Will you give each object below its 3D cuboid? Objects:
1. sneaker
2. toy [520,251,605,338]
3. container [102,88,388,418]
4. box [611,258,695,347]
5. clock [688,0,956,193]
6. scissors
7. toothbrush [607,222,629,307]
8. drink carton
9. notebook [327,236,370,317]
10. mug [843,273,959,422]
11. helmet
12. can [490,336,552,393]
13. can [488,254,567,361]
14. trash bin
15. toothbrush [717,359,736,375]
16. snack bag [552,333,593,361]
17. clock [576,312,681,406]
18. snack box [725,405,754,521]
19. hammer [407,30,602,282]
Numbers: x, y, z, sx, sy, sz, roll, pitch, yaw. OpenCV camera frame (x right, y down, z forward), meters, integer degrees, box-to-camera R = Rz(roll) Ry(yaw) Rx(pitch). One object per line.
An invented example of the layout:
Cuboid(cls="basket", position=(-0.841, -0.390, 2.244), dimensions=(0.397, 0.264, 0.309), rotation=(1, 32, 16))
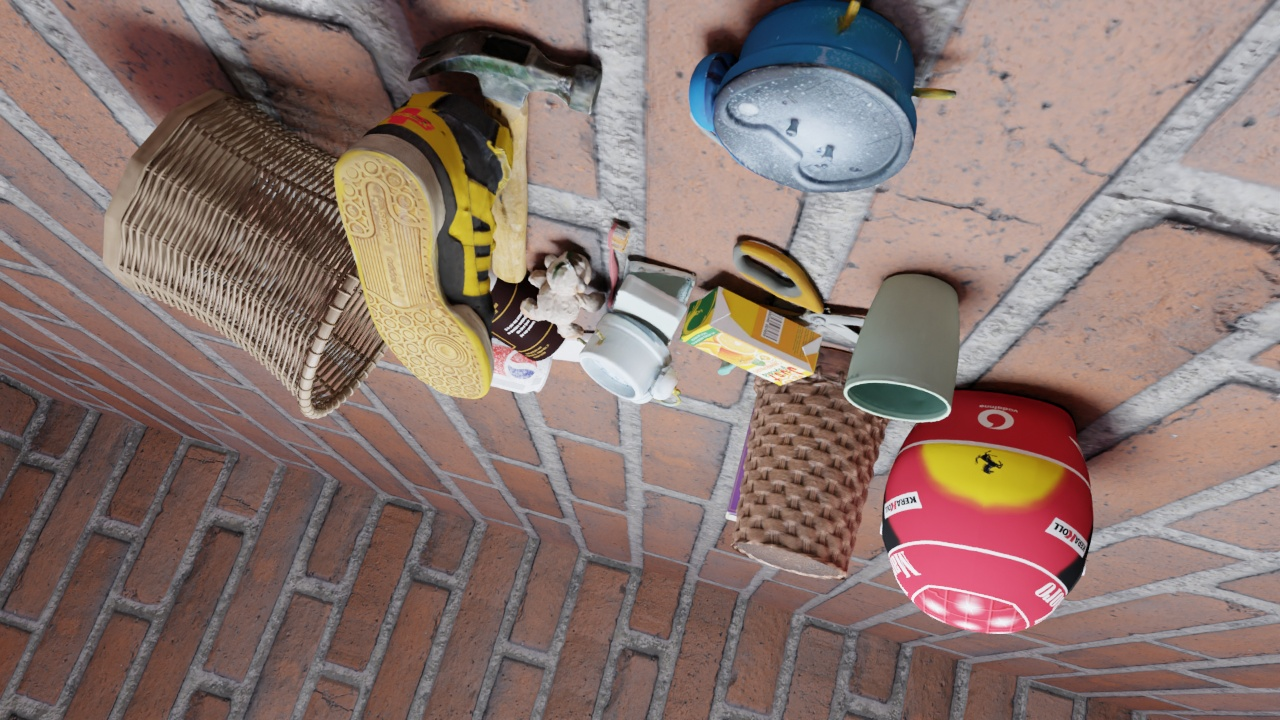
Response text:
Cuboid(cls="sneaker", position=(-0.143, -0.087, 0.682), dimensions=(0.086, 0.121, 0.239), rotation=(11, 139, 14))
Cuboid(cls="toy", position=(-0.079, -0.075, 0.901), dimensions=(0.085, 0.074, 0.106), rotation=(31, 155, 6))
Cuboid(cls="container", position=(-0.302, -0.097, 0.780), dimensions=(0.196, 0.226, 0.227), rotation=(30, 159, -2))
Cuboid(cls="box", position=(0.002, -0.038, 0.938), dimensions=(0.085, 0.070, 0.199), rotation=(-1, 163, -6))
Cuboid(cls="clock", position=(0.093, -0.152, 0.551), dimensions=(0.116, 0.060, 0.162), rotation=(29, 158, -33))
Cuboid(cls="scissors", position=(0.141, -0.046, 0.855), dimensions=(0.225, 0.016, 0.227), rotation=(29, 157, -31))
Cuboid(cls="toothbrush", position=(-0.024, -0.085, 0.885), dimensions=(0.016, 0.015, 0.185), rotation=(26, 162, 5))
Cuboid(cls="drink carton", position=(0.107, -0.020, 0.863), dimensions=(0.122, 0.041, 0.058), rotation=(23, 160, -17))
Cuboid(cls="notebook", position=(-0.288, -0.076, 1.110), dimensions=(0.169, 0.022, 0.211), rotation=(20, 160, -8))
Cuboid(cls="mug", position=(0.227, -0.005, 0.762), dimensions=(0.084, 0.103, 0.111), rotation=(-1, 153, 40))
Cuboid(cls="helmet", position=(0.352, 0.164, 0.940), dimensions=(0.198, 0.224, 0.271), rotation=(8, 157, 23))
Cuboid(cls="can", position=(-0.174, -0.012, 1.052), dimensions=(0.136, 0.078, 0.078), rotation=(15, 162, -18))
Cuboid(cls="can", position=(-0.137, -0.055, 0.972), dimensions=(0.072, 0.071, 0.128), rotation=(-3, 152, 43))
Cuboid(cls="trash bin", position=(0.175, 0.110, 0.956), dimensions=(0.151, 0.209, 0.151), rotation=(15, 161, 5))
Cuboid(cls="toothbrush", position=(0.116, -0.008, 0.979), dimensions=(0.022, 0.017, 0.135), rotation=(23, 157, -15))
Cuboid(cls="snack bag", position=(-0.113, -0.021, 1.124), dimensions=(0.197, 0.016, 0.070), rotation=(6, 157, 29))
Cuboid(cls="clock", position=(-0.005, 0.005, 0.907), dimensions=(0.117, 0.057, 0.083), rotation=(41, 159, -14))
Cuboid(cls="snack box", position=(0.190, 0.139, 1.112), dimensions=(0.143, 0.147, 0.041), rotation=(14, 160, 9))
Cuboid(cls="hammer", position=(-0.111, -0.147, 0.753), dimensions=(0.132, 0.033, 0.331), rotation=(16, 158, -1))
